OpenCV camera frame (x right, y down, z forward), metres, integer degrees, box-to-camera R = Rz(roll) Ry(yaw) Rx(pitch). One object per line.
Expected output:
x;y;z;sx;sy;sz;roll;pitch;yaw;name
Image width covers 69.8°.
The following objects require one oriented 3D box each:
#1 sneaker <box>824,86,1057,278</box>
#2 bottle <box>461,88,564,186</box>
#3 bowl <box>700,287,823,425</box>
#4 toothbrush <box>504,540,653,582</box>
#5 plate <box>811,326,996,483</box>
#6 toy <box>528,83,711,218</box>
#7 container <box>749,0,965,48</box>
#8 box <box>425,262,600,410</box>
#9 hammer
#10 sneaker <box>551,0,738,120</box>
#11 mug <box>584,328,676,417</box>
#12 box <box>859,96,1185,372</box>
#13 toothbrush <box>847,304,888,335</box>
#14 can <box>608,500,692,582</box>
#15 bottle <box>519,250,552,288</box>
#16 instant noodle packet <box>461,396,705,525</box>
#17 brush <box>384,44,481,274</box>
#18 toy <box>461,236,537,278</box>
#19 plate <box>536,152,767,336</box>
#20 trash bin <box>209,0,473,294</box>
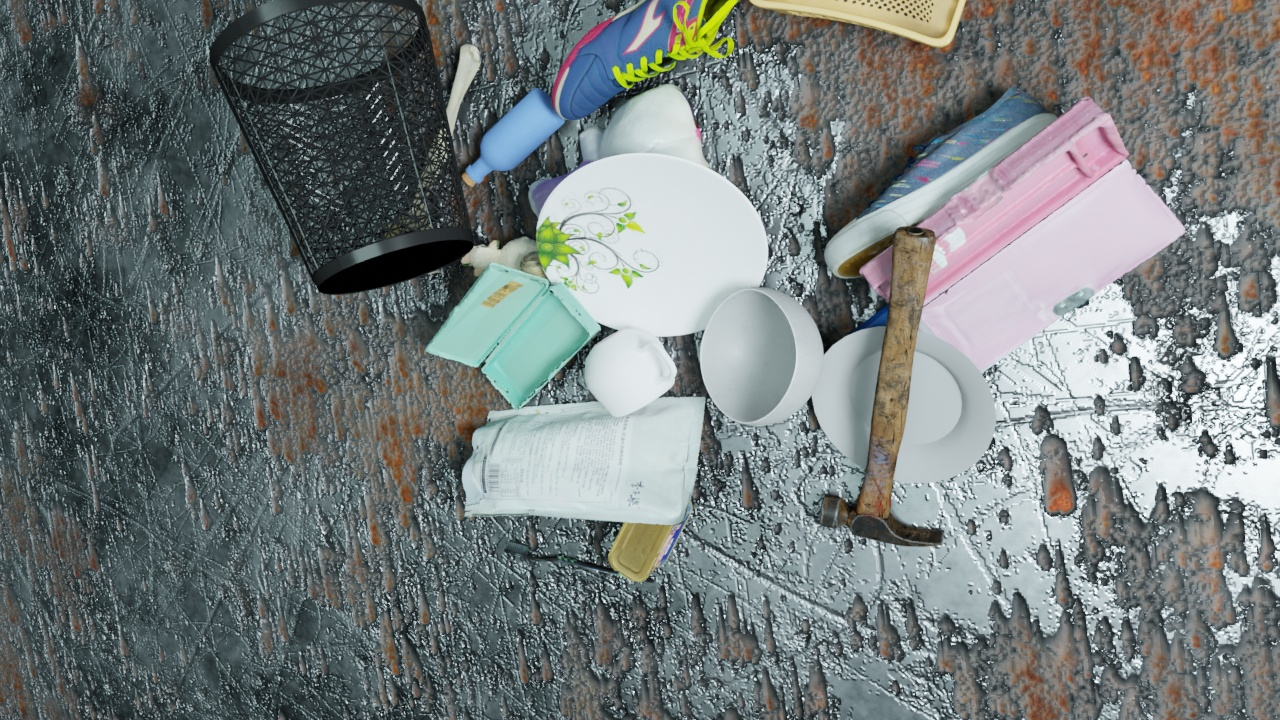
0.269;-0.162;0.846;0.236;0.087;0.079;-32;66;17;sneaker
-0.145;-0.237;1.003;0.131;0.048;0.048;-36;83;21;bottle
0.127;-0.003;0.908;0.132;0.064;0.132;-3;87;51;bowl
-0.073;0.232;1.057;0.188;0.014;0.017;7;92;20;toothbrush
0.252;0.041;0.880;0.173;0.019;0.173;16;126;23;plate
-0.025;-0.186;0.947;0.210;0.085;0.137;-31;85;27;toy
0.198;-0.352;0.792;0.183;0.166;0.129;20;104;18;container
-0.139;-0.027;0.982;0.138;0.056;0.188;38;137;-11;box
0.238;0.035;0.839;0.120;0.033;0.331;10;124;18;hammer
0.016;-0.312;0.894;0.242;0.116;0.091;-42;72;14;sneaker
-0.006;0.006;0.949;0.124;0.090;0.076;-20;102;57;mug
0.331;-0.106;0.818;0.234;0.075;0.172;-38;118;22;box
0.270;-0.070;0.882;0.190;0.017;0.016;-40;86;21;toothbrush
0.010;0.187;0.994;0.054;0.059;0.100;29;107;15;can
-0.102;-0.063;0.994;0.043;0.042;0.110;0;119;21;bottle
-0.064;0.110;0.999;0.270;0.057;0.146;-3;60;23;instant noodle packet
-0.231;-0.223;1.040;0.077;0.062;0.272;20;100;13;brush
-0.141;-0.097;1.017;0.112;0.050;0.087;33;109;-9;toy
0.012;-0.116;0.916;0.229;0.030;0.230;5;136;5;plate
-0.286;-0.209;0.932;0.217;0.216;0.243;-20;88;22;trash bin
